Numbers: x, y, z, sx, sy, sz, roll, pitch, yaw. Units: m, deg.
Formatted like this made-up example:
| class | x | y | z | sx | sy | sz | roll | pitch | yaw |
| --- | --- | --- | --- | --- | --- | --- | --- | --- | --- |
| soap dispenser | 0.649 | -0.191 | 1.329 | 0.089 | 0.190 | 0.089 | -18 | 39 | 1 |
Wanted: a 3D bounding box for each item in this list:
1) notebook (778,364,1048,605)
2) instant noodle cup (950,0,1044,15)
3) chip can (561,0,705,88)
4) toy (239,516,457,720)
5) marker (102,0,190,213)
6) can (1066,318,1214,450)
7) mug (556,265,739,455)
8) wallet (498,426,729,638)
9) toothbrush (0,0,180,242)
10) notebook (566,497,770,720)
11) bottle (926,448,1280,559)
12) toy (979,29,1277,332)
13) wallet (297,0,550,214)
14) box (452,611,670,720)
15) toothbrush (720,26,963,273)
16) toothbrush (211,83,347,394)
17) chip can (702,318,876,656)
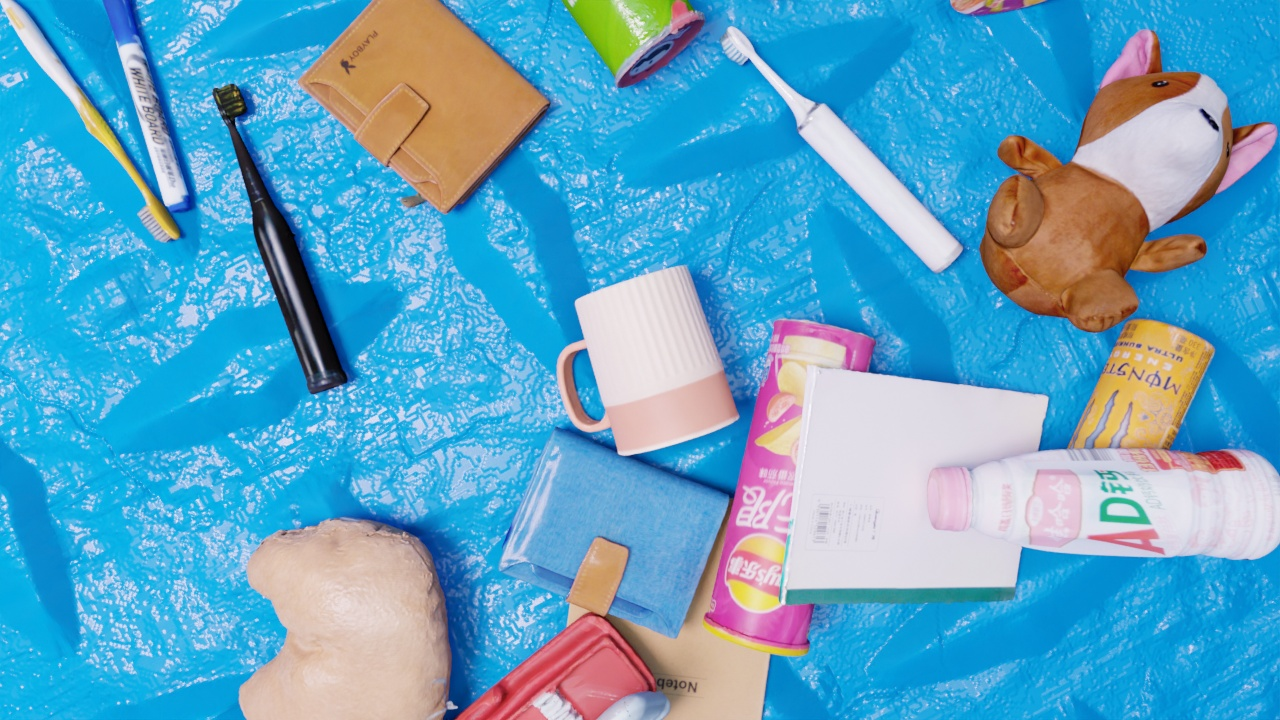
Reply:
| class | x | y | z | sx | sy | sz | roll | pitch | yaw |
| --- | --- | --- | --- | --- | --- | --- | --- | --- | --- |
| notebook | 0.185 | 0.087 | 0.607 | 0.208 | 0.012 | 0.150 | 7 | 92 | -28 |
| instant noodle cup | 0.248 | -0.297 | 0.595 | 0.111 | 0.111 | 0.099 | -11 | 86 | -3 |
| chip can | -0.053 | -0.294 | 0.591 | 0.072 | 0.072 | 0.236 | -36 | 93 | -2 |
| toy | -0.192 | 0.216 | 0.604 | 0.143 | 0.082 | 0.226 | 6 | 94 | 12 |
| marker | -0.327 | -0.170 | 0.609 | 0.017 | 0.017 | 0.146 | -16 | 93 | -3 |
| can | 0.336 | 0.047 | 0.633 | 0.058 | 0.058 | 0.146 | 25 | 90 | -4 |
| mug | -0.004 | 0.004 | 0.608 | 0.115 | 0.081 | 0.106 | -17 | 91 | 27 |
| wallet | -0.018 | 0.116 | 0.619 | 0.133 | 0.040 | 0.106 | 22 | 86 | -3 |
| toothbrush | -0.367 | -0.158 | 0.608 | 0.018 | 0.016 | 0.191 | -34 | 94 | 7 |
| notebook | 0.021 | 0.195 | 0.646 | 0.148 | 0.008 | 0.207 | 7 | 92 | -3 |
| bottle | 0.283 | 0.089 | 0.573 | 0.197 | 0.068 | 0.068 | 0 | 92 | 5 |
| toy | 0.315 | -0.120 | 0.600 | 0.199 | 0.130 | 0.140 | -41 | 88 | -11 |
| wallet | -0.147 | -0.172 | 0.614 | 0.130 | 0.035 | 0.119 | 42 | 84 | -3 |
| box | -0.078 | 0.264 | 0.591 | 0.201 | 0.099 | 0.095 | -40 | 91 | 2 |
| toothbrush | 0.136 | -0.146 | 0.630 | 0.221 | 0.026 | 0.026 | 44 | 51 | -4 |
| toothbrush | -0.243 | -0.081 | 0.612 | 0.027 | 0.026 | 0.212 | -18 | 93 | 10 |
| chip can | 0.099 | 0.081 | 0.607 | 0.071 | 0.071 | 0.210 | 14 | 87 | -4 |
